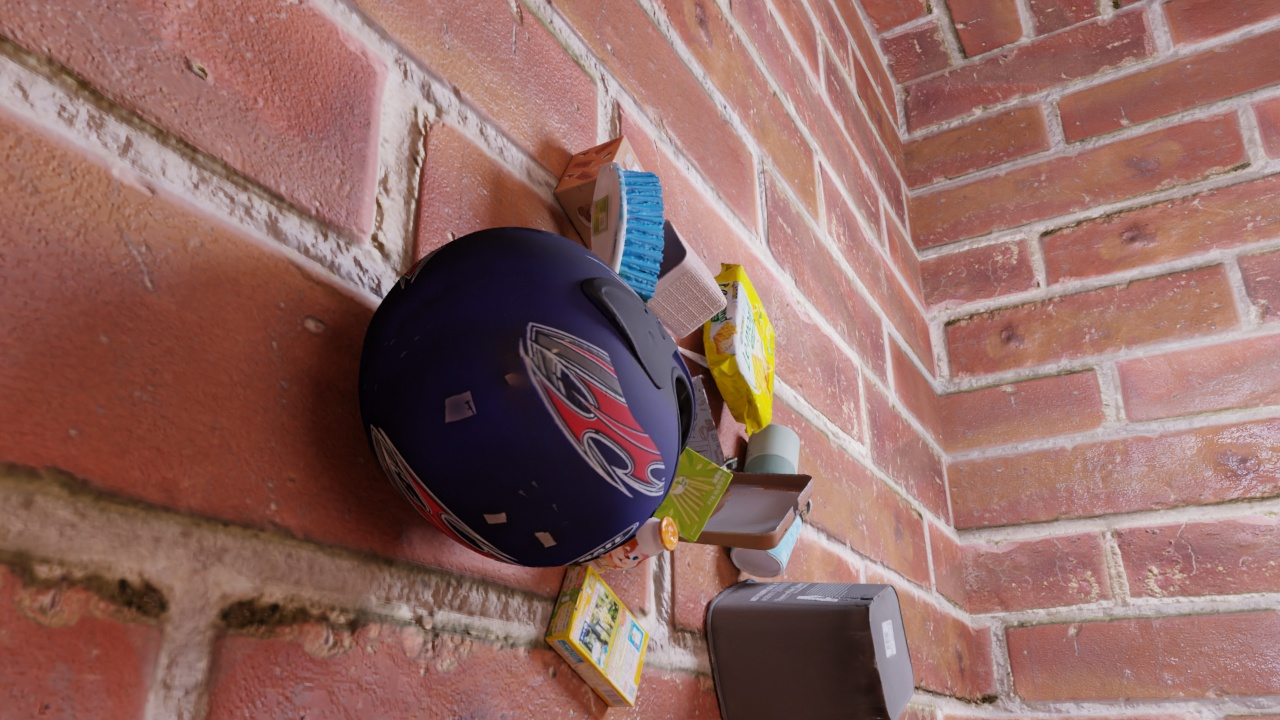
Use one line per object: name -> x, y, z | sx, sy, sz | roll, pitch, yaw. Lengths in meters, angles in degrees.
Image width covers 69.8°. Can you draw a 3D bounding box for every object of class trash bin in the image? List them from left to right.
trash bin -> 0.232, 0.393, 1.234 | 0.198, 0.220, 0.198 | -4, 81, -61

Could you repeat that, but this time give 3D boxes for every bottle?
bottle -> -0.015, 0.189, 0.969 | 0.063, 0.109, 0.063 | 36, 47, -51

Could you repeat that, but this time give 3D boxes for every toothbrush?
toothbrush -> 0.072, -0.011, 1.325 | 0.180, 0.016, 0.016 | 24, 61, -59
toothbrush -> 0.103, 0.165, 1.314 | 0.185, 0.012, 0.017 | -16, 104, -63

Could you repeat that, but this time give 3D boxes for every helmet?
helmet -> -0.078, 0.049, 0.749 | 0.315, 0.248, 0.240 | 46, 22, -33

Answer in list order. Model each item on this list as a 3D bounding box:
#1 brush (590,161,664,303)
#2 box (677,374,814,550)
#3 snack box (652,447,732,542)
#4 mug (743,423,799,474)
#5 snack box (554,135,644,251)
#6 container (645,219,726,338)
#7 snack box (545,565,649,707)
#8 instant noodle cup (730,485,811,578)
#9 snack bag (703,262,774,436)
brush -> -0.029, -0.078, 0.993 | 0.109, 0.061, 0.314 | 19, 64, -42
box -> 0.078, 0.111, 1.102 | 0.180, 0.218, 0.158 | -32, 119, -59
snack box -> 0.012, 0.122, 0.998 | 0.085, 0.156, 0.026 | -57, 174, -15
mug -> 0.201, 0.174, 1.435 | 0.112, 0.082, 0.106 | 95, 7, -47
snack box -> -0.041, -0.205, 1.129 | 0.093, 0.077, 0.094 | 58, 32, -33
container -> 0.040, -0.097, 1.142 | 0.111, 0.090, 0.089 | 41, 18, -42
snack box -> -0.042, 0.290, 0.960 | 0.140, 0.034, 0.086 | 59, 32, -35
instant noodle cup -> 0.183, 0.246, 1.339 | 0.111, 0.111, 0.120 | 58, 41, -33
snack bag -> 0.150, -0.019, 1.405 | 0.158, 0.068, 0.245 | 58, 27, -36
